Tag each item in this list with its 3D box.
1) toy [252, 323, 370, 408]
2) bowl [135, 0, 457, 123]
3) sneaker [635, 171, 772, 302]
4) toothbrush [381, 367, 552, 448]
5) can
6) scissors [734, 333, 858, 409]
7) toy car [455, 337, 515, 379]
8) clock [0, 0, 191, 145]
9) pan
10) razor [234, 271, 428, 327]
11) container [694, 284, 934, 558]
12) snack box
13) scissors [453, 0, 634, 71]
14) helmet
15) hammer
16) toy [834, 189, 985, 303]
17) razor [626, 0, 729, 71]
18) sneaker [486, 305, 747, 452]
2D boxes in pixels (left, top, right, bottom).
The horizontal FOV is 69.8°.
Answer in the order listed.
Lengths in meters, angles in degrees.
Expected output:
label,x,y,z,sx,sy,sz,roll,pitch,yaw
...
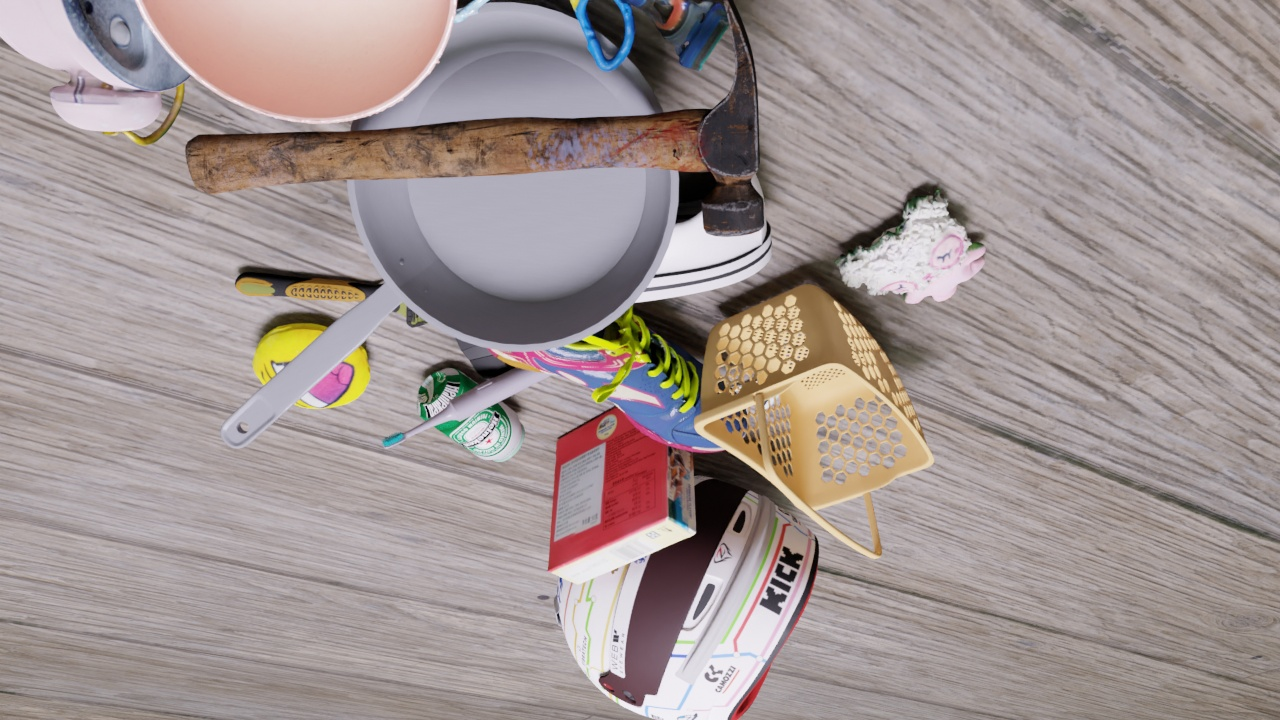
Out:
label,x,y,z,sx,sy,sz,roll,pitch,yaw
toy,-0.272,0.005,0.763,0.094,0.041,0.095,-16,138,13
bowl,-0.167,-0.203,0.455,0.153,0.076,0.153,-6,136,-6
sneaker,-0.037,-0.097,0.605,0.245,0.091,0.097,-3,131,7
toothbrush,-0.120,0.025,0.739,0.187,0.018,0.019,-27,149,-15
can,-0.151,0.049,0.814,0.053,0.053,0.101,-22,138,25
scissors,0.131,0.005,0.801,0.129,0.014,0.119,-16,144,22
toy car,-0.120,-0.003,0.761,0.042,0.036,0.092,-12,142,14
clock,-0.264,-0.182,0.460,0.059,0.116,0.158,7,143,7
pan,-0.135,-0.058,0.570,0.357,0.050,0.201,-38,97,18
razor,-0.235,-0.053,0.704,0.144,0.021,0.044,4,125,-9
container,0.141,0.055,0.713,0.129,0.166,0.183,-24,138,28
snack box,-0.018,0.110,0.823,0.143,0.144,0.040,-31,132,32
scissors,-0.050,-0.208,0.481,0.130,0.013,0.125,-21,115,9
helmet,0.032,0.230,0.912,0.236,0.230,0.315,23,150,13
hammer,-0.099,-0.125,0.509,0.330,0.033,0.120,0,110,10
toy,0.211,-0.072,0.681,0.108,0.041,0.096,19,137,-34
razor,-0.016,-0.209,0.508,0.141,0.018,0.044,21,136,-21
sneaker,-0.004,0.004,0.707,0.241,0.116,0.091,25,146,-21
